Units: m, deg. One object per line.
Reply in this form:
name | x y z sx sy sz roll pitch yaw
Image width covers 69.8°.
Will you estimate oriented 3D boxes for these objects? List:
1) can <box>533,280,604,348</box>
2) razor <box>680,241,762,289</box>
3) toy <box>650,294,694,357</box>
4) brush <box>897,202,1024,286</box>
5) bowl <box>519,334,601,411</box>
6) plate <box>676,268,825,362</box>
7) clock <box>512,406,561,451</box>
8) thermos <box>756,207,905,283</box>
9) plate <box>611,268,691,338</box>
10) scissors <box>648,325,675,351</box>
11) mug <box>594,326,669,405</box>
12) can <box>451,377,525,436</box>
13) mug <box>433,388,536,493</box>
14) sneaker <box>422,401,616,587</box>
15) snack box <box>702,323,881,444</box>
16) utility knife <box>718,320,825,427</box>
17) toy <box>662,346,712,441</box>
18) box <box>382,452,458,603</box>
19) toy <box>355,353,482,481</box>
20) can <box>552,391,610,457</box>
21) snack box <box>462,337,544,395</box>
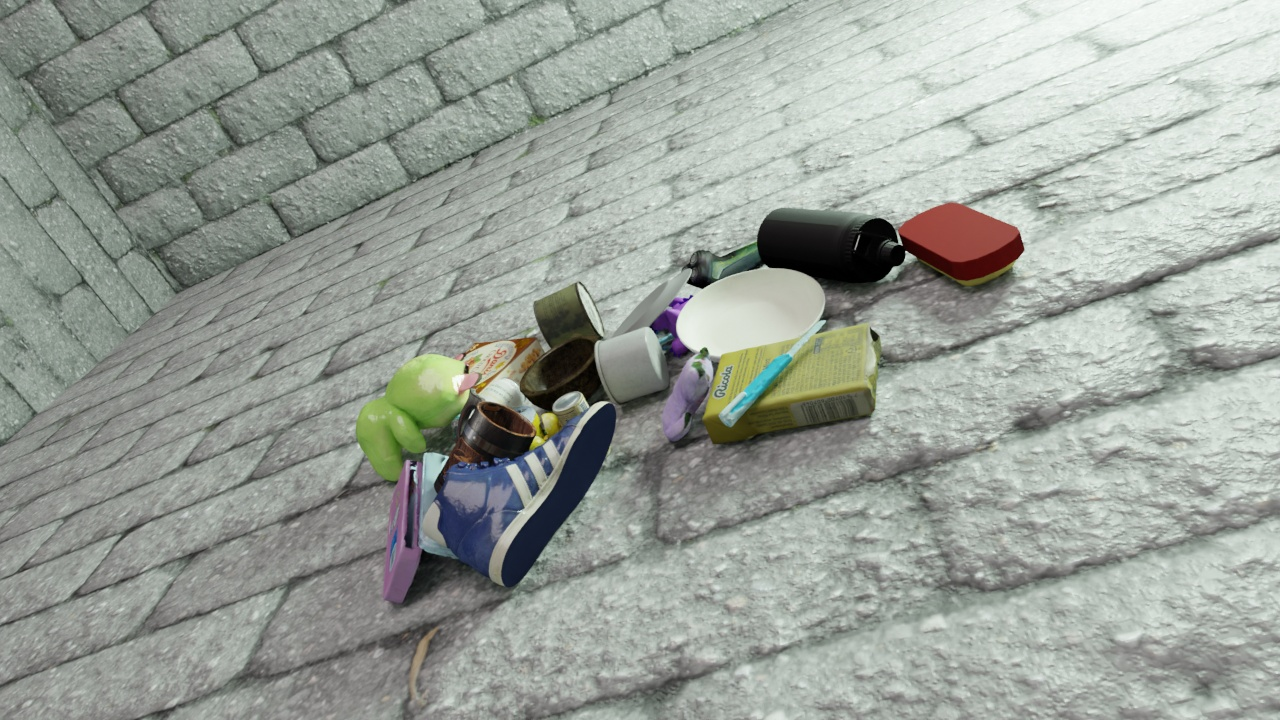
can | -0.104 -0.060 1.337 0.075 0.090 0.089 -24 25 9
razor | 0.128 -0.142 1.297 0.151 0.067 0.054 -28 25 -20
toy | 0.066 -0.057 1.199 0.088 0.056 0.106 -22 47 -20
brush | 0.370 -0.133 1.063 0.082 0.042 0.173 -28 25 -1
bowl | -0.092 0.026 1.197 0.121 0.056 0.121 -26 27 14
plate | 0.135 -0.048 1.117 0.182 0.034 0.182 -13 35 9
clock | -0.143 0.097 1.115 0.119 0.057 0.083 -14 28 28
thermos | 0.242 -0.146 1.162 0.086 0.086 0.199 -37 27 -19
plate | 0.002 -0.063 1.241 0.178 0.012 0.178 -45 9 9
scissors | -0.009 -0.014 1.251 0.140 0.013 0.118 -28 26 2
mug | -0.007 0.007 1.140 0.071 0.084 0.113 -18 -6 13
can | -0.202 0.071 1.225 0.055 0.055 0.101 -1 36 43
mug | -0.185 0.102 1.047 0.116 0.080 0.107 39 107 38
sneaker | -0.132 0.123 0.980 0.118 0.091 0.232 16 54 24
snack box | 0.163 0.025 0.967 0.181 0.045 0.121 -13 31 24
utility knife | 0.140 0.009 0.942 0.166 0.015 0.022 -42 32 -20
toy | 0.053 0.041 1.009 0.080 0.036 0.100 -81 14 -57
box | -0.237 0.192 1.063 0.214 0.091 0.090 -119 49 -65
toy | -0.311 0.062 1.251 0.197 0.107 0.150 -55 28 5
can | -0.066 0.078 1.048 0.038 0.079 0.038 -22 26 11
snack box | -0.233 0.026 1.357 0.147 0.041 0.142 -4 34 40
